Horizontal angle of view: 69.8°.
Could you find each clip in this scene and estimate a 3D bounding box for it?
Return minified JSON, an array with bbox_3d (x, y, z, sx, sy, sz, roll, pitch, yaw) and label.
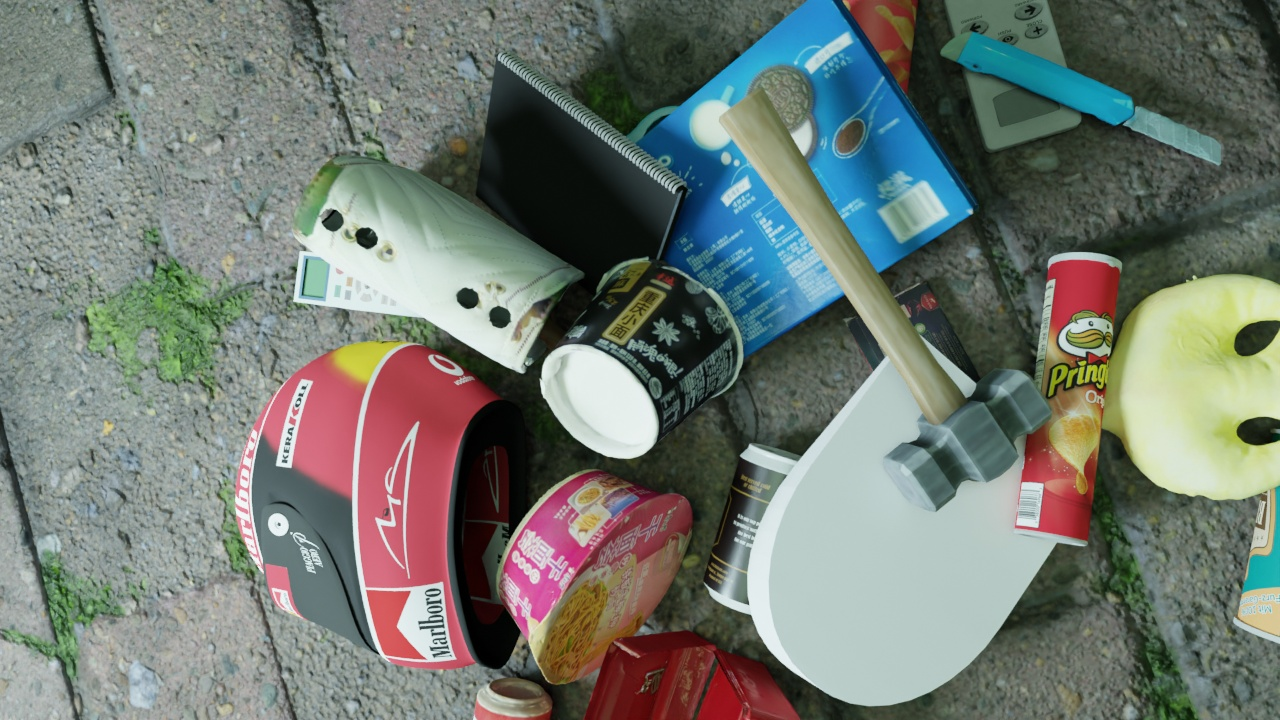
[{"bbox_3d":[0.002,-0.163,0.812,0.130,0.031,0.121,-33,86,11],"label":"clip"}]

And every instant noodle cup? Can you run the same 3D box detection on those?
[{"bbox_3d":[-0.004,0.004,0.719,0.137,0.112,0.137,20,133,23],"label":"instant noodle cup"},{"bbox_3d":[-0.043,0.165,0.749,0.078,0.178,0.179,33,96,29],"label":"instant noodle cup"}]

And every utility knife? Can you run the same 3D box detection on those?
[{"bbox_3d":[0.343,-0.205,0.714,0.225,0.015,0.031,29,97,13],"label":"utility knife"}]

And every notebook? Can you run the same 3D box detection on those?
[{"bbox_3d":[-0.058,-0.143,0.769,0.207,0.016,0.149,41,138,20],"label":"notebook"}]

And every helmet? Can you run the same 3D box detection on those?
[{"bbox_3d":[-0.220,0.119,0.773,0.225,0.197,0.271,2,97,14],"label":"helmet"}]

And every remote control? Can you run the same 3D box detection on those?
[{"bbox_3d":[-0.257,-0.071,0.873,0.143,0.024,0.049,7,90,12],"label":"remote control"},{"bbox_3d":[0.298,-0.250,0.742,0.074,0.019,0.151,-15,85,13],"label":"remote control"}]

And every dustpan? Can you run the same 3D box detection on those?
[{"bbox_3d":[0.199,0.138,0.714,0.191,0.053,0.257,40,78,-4],"label":"dustpan"}]

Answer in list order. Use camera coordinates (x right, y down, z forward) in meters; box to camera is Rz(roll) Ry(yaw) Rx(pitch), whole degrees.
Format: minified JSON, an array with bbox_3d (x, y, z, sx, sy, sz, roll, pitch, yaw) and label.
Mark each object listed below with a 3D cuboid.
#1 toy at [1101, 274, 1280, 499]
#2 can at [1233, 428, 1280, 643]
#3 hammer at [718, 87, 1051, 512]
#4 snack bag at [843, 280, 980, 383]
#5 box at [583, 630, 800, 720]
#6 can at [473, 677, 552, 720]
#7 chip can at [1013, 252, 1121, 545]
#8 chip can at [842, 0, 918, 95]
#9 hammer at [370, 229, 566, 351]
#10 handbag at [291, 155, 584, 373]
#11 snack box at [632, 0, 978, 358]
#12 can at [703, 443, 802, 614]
[{"bbox_3d":[0.406,0.018,0.674,0.155,0.064,0.170,-12,68,45],"label":"toy"},{"bbox_3d":[0.488,0.128,0.644,0.099,0.099,0.144,10,91,14],"label":"can"},{"bbox_3d":[0.162,-0.048,0.653,0.117,0.051,0.323,-37,98,-6],"label":"hammer"},{"bbox_3d":[0.237,0.018,0.751,0.075,0.018,0.155,-28,83,12],"label":"snack bag"},{"bbox_3d":[0.050,0.318,0.730,0.156,0.147,0.157,20,93,32],"label":"box"},{"bbox_3d":[-0.122,0.371,0.807,0.067,0.067,0.170,9,91,14],"label":"can"},{"bbox_3d":[0.324,0.029,0.694,0.052,0.052,0.214,9,82,14],"label":"chip can"},{"bbox_3d":[0.192,-0.305,0.744,0.073,0.073,0.233,7,91,14],"label":"chip can"},{"bbox_3d":[-0.125,-0.060,0.816,0.328,0.098,0.052,39,99,5],"label":"hammer"},{"bbox_3d":[-0.152,-0.073,0.712,0.198,0.142,0.096,31,101,-1],"label":"handbag"},{"bbox_3d":[0.107,-0.132,0.725,0.239,0.056,0.195,-34,88,28],"label":"snack box"},{"bbox_3d":[0.101,0.139,0.755,0.072,0.072,0.128,17,92,14],"label":"can"}]
